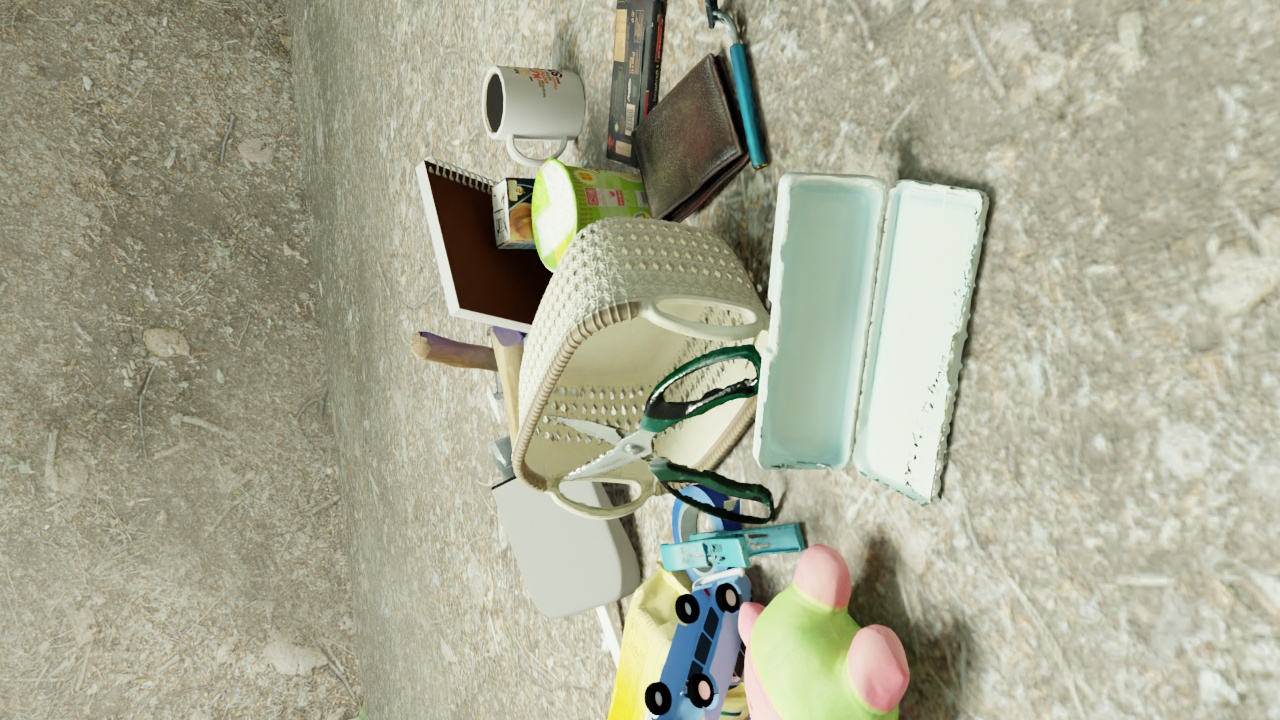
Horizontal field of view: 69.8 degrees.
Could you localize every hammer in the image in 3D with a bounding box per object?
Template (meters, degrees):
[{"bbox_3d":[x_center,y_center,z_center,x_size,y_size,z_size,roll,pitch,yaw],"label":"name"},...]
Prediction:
[{"bbox_3d":[-0.179,-0.003,1.016,0.328,0.052,0.098,14,-111,-80],"label":"hammer"},{"bbox_3d":[-0.136,0.070,1.023,0.117,0.051,0.324,56,159,30],"label":"hammer"}]

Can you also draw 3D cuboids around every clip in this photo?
[{"bbox_3d":[0.052,0.150,0.713,0.127,0.113,0.028,-24,73,62],"label":"clip"}]

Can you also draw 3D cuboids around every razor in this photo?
[{"bbox_3d":[0.076,-0.215,0.706,0.042,0.022,0.144,35,-140,-78],"label":"razor"}]

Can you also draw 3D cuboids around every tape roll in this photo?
[{"bbox_3d":[0.058,0.155,0.806,0.093,0.016,0.091,10,103,62],"label":"tape roll"}]

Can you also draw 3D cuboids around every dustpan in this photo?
[{"bbox_3d":[-0.063,0.232,0.985,0.164,0.033,0.257,-29,78,42],"label":"dustpan"}]

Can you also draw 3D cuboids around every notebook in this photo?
[{"bbox_3d":[-0.121,-0.104,0.912,0.022,0.208,0.171,-31,64,31],"label":"notebook"}]

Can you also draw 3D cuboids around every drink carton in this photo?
[{"bbox_3d":[-0.075,-0.142,0.886,0.040,0.129,0.064,-7,88,61],"label":"drink carton"}]

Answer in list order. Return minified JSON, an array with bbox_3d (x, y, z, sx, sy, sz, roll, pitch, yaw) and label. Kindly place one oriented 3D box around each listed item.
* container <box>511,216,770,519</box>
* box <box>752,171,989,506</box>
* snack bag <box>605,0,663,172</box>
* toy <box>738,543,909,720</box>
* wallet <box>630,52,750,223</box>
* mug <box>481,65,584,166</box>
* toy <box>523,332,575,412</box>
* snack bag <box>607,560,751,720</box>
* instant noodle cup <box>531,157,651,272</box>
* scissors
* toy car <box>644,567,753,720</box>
[{"bbox_3d":[-0.004,0.004,0.736,0.247,0.184,0.142,120,146,-44],"label":"container"},{"bbox_3d":[0.137,-0.014,0.573,0.126,0.075,0.198,18,113,40],"label":"box"},{"bbox_3d":[-0.008,-0.260,0.858,0.074,0.018,0.155,36,126,55],"label":"snack bag"},{"bbox_3d":[0.116,0.247,0.635,0.192,0.096,0.237,-111,22,-54],"label":"toy"},{"bbox_3d":[0.040,-0.180,0.765,0.120,0.031,0.099,-37,61,48],"label":"wallet"},{"bbox_3d":[-0.114,-0.260,0.983,0.074,0.089,0.105,-18,79,62],"label":"mug"},{"bbox_3d":[-0.104,-0.033,1.009,0.106,0.130,0.205,-4,103,42],"label":"toy"},{"bbox_3d":[0.030,0.323,0.834,0.159,0.068,0.248,45,133,49],"label":"snack bag"},{"bbox_3d":[-0.031,-0.130,0.827,0.099,0.107,0.099,16,108,61],"label":"instant noodle cup"},{"bbox_3d":[0.040,0.071,0.684,0.202,0.204,0.015,-29,35,32],"label":"scissors"},{"bbox_3d":[0.051,0.231,0.713,0.056,0.153,0.055,-26,115,37],"label":"toy car"}]
